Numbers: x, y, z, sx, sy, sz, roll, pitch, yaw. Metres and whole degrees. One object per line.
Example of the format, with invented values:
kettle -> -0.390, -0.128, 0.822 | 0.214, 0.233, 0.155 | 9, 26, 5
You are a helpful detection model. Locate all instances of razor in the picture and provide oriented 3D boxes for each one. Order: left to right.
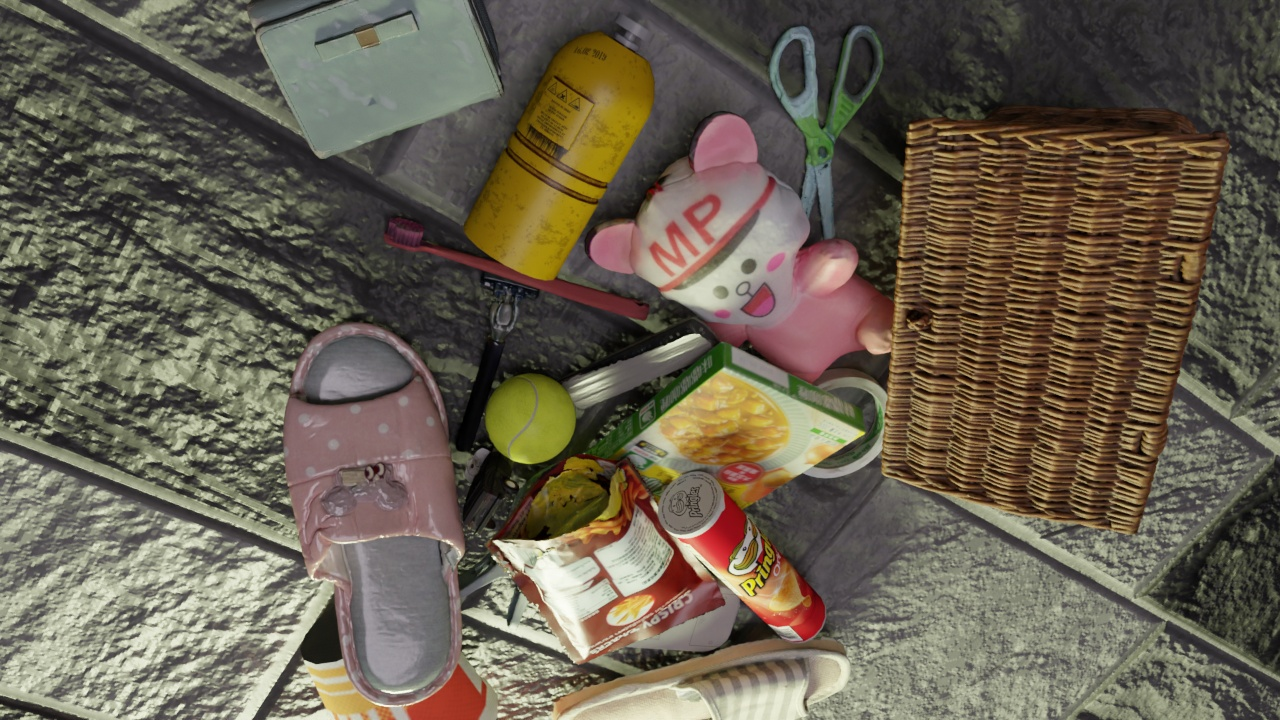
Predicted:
razor -> -0.111, 0.006, 0.665 | 0.042, 0.022, 0.144 | 13, 113, -15

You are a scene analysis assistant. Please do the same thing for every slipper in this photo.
slipper -> -0.178, 0.109, 0.636 | 0.114, 0.054, 0.274 | -11, 96, -21
slipper -> 0.056, 0.307, 0.820 | 0.272, 0.054, 0.115 | -12, 135, 0

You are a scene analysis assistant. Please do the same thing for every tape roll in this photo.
tape roll -> 0.157, 0.051, 0.740 | 0.093, 0.018, 0.094 | -4, 117, -8

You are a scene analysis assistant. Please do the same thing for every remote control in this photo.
remote control -> -0.004, 0.004, 0.654 | 0.137, 0.013, 0.033 | -23, 126, 37
remote control -> 0.009, 0.214, 0.792 | 0.151, 0.019, 0.074 | 8, 114, -13

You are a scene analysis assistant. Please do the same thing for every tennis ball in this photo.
tennis ball -> -0.079, 0.042, 0.663 | 0.065, 0.065, 0.065 | -4, 116, -9

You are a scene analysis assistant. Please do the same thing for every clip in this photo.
clip -> -0.068, 0.157, 0.744 | 0.115, 0.028, 0.163 | 36, 105, -23

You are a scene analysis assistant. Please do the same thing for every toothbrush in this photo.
toothbrush -> -0.081, -0.062, 0.634 | 0.189, 0.016, 0.017 | 16, 127, -16

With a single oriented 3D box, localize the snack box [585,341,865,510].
snack box -> 0.058, 0.062, 0.677 | 0.132, 0.027, 0.168 | 24, 135, -27

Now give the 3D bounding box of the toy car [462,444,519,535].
toy car -> -0.111, 0.088, 0.667 | 0.037, 0.092, 0.040 | 30, 107, -12

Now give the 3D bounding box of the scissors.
scissors -> 0.134, -0.145, 0.642 | 0.093, 0.032, 0.175 | -13, 122, -7

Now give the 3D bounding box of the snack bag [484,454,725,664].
snack bag -> -0.023, 0.168, 0.709 | 0.139, 0.066, 0.208 | -29, 130, -2

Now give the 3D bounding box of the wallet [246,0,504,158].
wallet -> -0.156, -0.187, 0.548 | 0.132, 0.054, 0.100 | -19, 117, 5

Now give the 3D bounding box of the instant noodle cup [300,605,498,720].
instant noodle cup -> -0.194, 0.250, 0.721 | 0.123, 0.123, 0.121 | -22, 110, 0

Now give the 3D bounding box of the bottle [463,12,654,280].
bottle -> -0.044, -0.138, 0.579 | 0.071, 0.071, 0.164 | 25, 109, -21

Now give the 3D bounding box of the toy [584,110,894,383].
toy -> 0.078, -0.060, 0.628 | 0.213, 0.084, 0.142 | 35, 131, -26

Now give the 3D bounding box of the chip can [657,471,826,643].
chip can -> 0.088, 0.164, 0.734 | 0.052, 0.051, 0.215 | -35, 132, 7

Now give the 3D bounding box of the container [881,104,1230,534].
container -> 0.270, -0.048, 0.606 | 0.162, 0.182, 0.250 | 11, 121, 26
